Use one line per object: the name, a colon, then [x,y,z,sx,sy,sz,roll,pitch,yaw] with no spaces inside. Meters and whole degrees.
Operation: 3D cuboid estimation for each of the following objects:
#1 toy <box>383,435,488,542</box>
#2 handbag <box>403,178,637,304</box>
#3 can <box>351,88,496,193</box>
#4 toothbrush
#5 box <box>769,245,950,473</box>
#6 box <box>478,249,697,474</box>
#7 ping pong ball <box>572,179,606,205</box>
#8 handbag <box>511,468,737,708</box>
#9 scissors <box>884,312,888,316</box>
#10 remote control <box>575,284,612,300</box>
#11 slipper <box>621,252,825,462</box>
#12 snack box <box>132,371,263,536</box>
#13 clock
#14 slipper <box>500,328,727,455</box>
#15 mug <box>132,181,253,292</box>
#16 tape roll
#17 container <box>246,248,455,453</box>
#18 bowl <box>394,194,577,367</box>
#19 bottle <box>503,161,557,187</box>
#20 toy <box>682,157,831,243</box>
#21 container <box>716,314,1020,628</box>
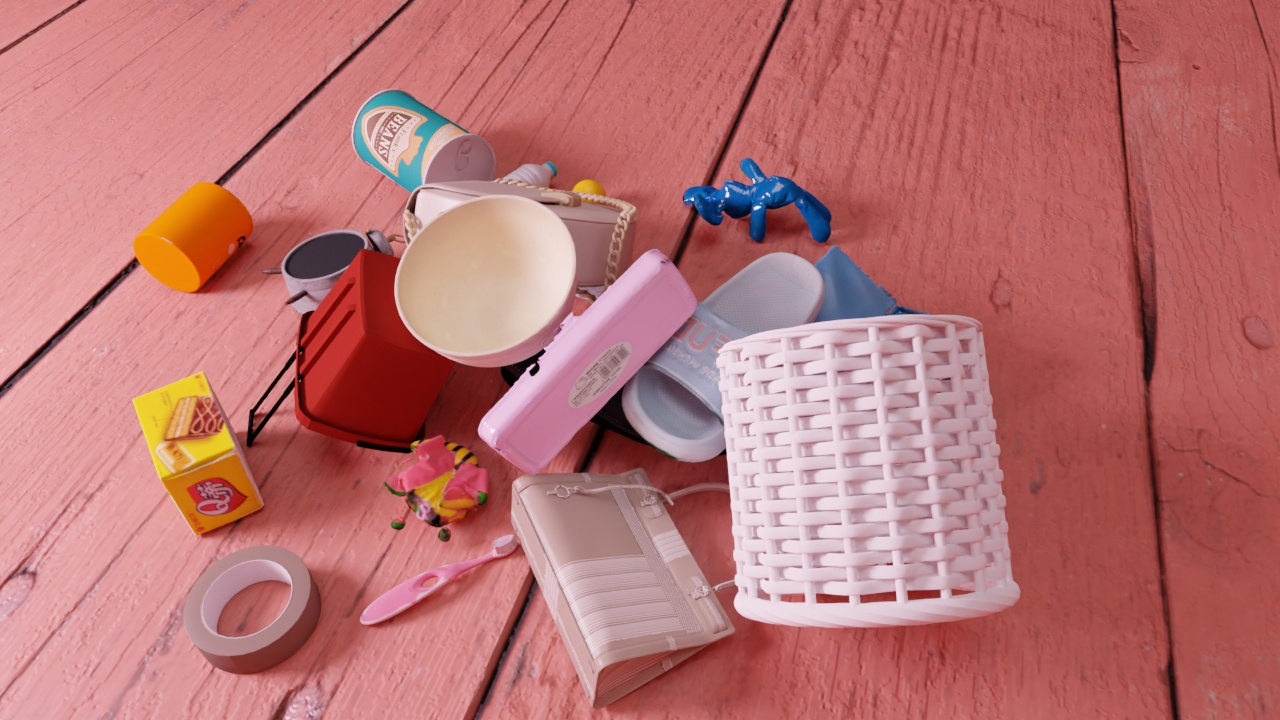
toy: [-0.170,0.102,0.775,0.084,0.046,0.103,9,37,-7]
handbag: [-0.111,-0.120,0.909,0.208,0.103,0.210,11,13,5]
can: [-0.253,-0.243,1.069,0.144,0.099,0.099,35,57,30]
toothbrush: [-0.158,0.173,0.729,0.134,0.016,0.021,-25,50,-21]
box: [0.180,0.014,0.831,0.175,0.060,0.231,37,62,21]
box: [-0.052,-0.007,0.753,0.201,0.111,0.101,-46,49,-4]
ping pong ball: [-0.059,-0.187,1.051,0.040,0.040,0.040,-1,46,1]
handbag: [0.020,0.152,0.729,0.197,0.062,0.175,-13,47,-22]
scissors: [0.239,-0.002,0.885,0.130,0.014,0.153,-26,48,-22]
remote control: [-0.057,-0.076,0.964,0.131,0.012,0.033,18,42,18]
slipper: [0.075,-0.019,0.777,0.104,0.074,0.244,32,59,22]
snack box: [-0.374,0.079,0.778,0.061,0.084,0.105,-25,50,-22]
clock: [-0.309,-0.098,0.963,0.147,0.056,0.104,-32,44,-20]
slipper: [-0.005,0.005,0.837,0.266,0.084,0.108,17,47,12]
mug: [-0.493,-0.131,0.996,0.113,0.078,0.095,-9,39,33]
tape roll: [-0.297,0.190,0.706,0.094,0.030,0.093,-1,46,1]
container: [-0.256,0.015,0.830,0.127,0.201,0.148,19,37,-33]
bowl: [-0.119,-0.055,0.762,0.151,0.075,0.150,-4,64,8]
bottle: [-0.148,-0.189,1.053,0.044,0.044,0.136,30,54,27]
toy: [0.126,-0.173,1.016,0.176,0.071,0.112,10,36,12]
container: [0.153,0.076,0.643,0.189,0.189,0.186,-4,83,-2]
